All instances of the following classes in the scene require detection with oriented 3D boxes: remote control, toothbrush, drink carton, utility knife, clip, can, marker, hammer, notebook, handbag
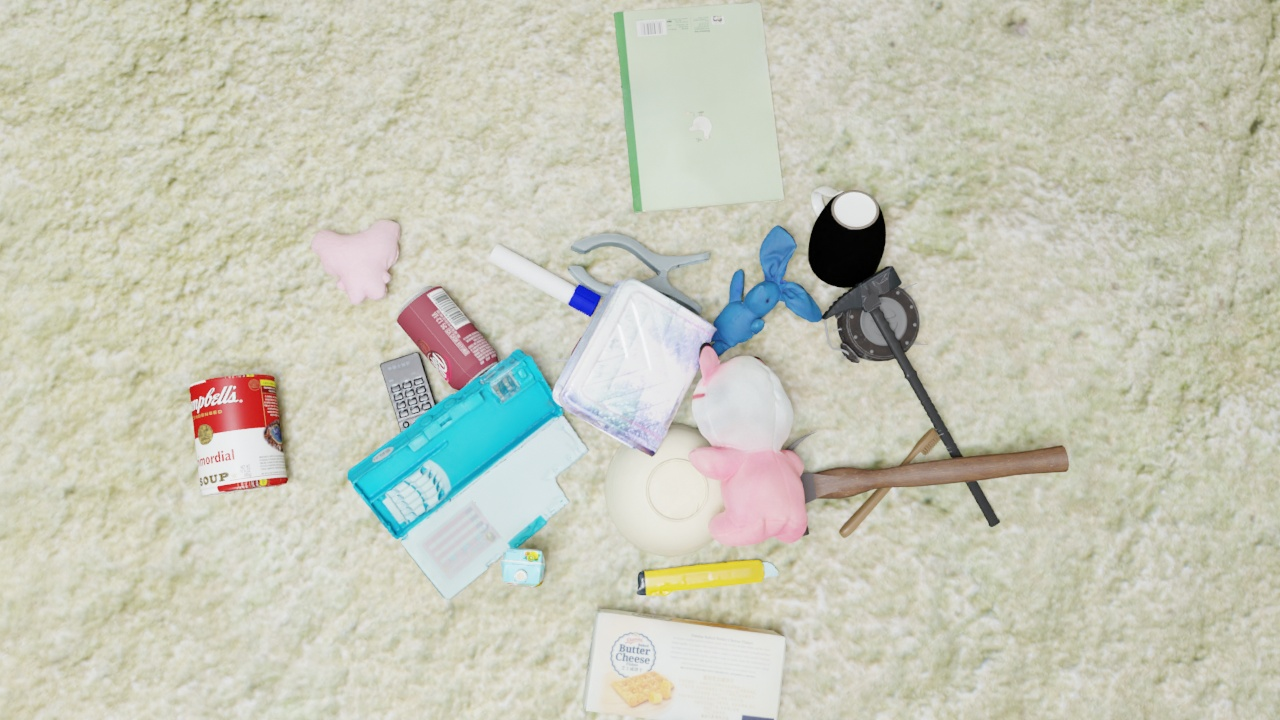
[{"bbox_3d":[-0.247,0.068,1.026,0.047,0.022,0.150,-17,86,-7],"label":"remote control"},{"bbox_3d":[0.288,0.142,1.057,0.016,0.016,0.166,46,81,-5],"label":"toothbrush"},{"bbox_3d":[-0.122,0.217,0.961,0.044,0.129,0.038,6,75,-3],"label":"drink carton"},{"bbox_3d":[0.075,0.244,1.029,0.163,0.017,0.030,-4,88,-4],"label":"utility knife"},{"bbox_3d":[-0.005,-0.087,1.059,0.163,0.028,0.107,7,84,-3],"label":"clip"},{"bbox_3d":[-0.428,0.080,0.977,0.086,0.087,0.116,-9,83,-5],"label":"can"},{"bbox_3d":[-0.213,-0.024,1.017,0.063,0.063,0.114,-40,87,-8],"label":"can"},{"bbox_3d":[-0.110,-0.093,1.051,0.133,0.027,0.023,29,46,0],"label":"marker"},{"bbox_3d":[0.321,0.055,1.042,0.095,0.015,0.325,-31,97,-2],"label":"hammer"},{"bbox_3d":[0.305,0.126,1.022,0.323,0.033,0.115,-7,83,7],"label":"hammer"},{"bbox_3d":[0.069,-0.305,1.099,0.182,0.010,0.252,-5,83,-5],"label":"notebook"},{"bbox_3d":[-0.006,0.006,0.980,0.126,0.069,0.158,30,83,-13],"label":"handbag"}]

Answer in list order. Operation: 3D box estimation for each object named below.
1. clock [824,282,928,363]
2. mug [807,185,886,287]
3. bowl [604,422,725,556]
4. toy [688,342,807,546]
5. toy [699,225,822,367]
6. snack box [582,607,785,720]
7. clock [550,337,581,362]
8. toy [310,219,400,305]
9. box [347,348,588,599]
[{"bbox_3d":[0.269,-0.043,1.062,0.123,0.044,0.091,-10,91,-5],"label":"clock"},{"bbox_3d":[0.228,-0.156,1.041,0.085,0.100,0.118,-23,65,-6],"label":"mug"},{"bbox_3d":[0.036,0.142,1.009,0.150,0.075,0.150,1,82,-4],"label":"bowl"},{"bbox_3d":[0.118,0.088,0.975,0.141,0.084,0.213,6,67,-39],"label":"toy"},{"bbox_3d":[0.128,-0.054,1.038,0.176,0.071,0.113,-42,76,1],"label":"toy"},{"bbox_3d":[0.047,0.334,0.995,0.208,0.057,0.104,8,82,-4],"label":"snack box"},{"bbox_3d":[-0.024,0.003,1.035,0.137,0.048,0.096,-25,85,-5],"label":"clock"},{"bbox_3d":[-0.312,-0.108,1.025,0.099,0.053,0.095,-13,77,-10],"label":"toy"},{"bbox_3d":[-0.174,0.122,1.000,0.226,0.056,0.185,-37,115,-15],"label":"box"}]
